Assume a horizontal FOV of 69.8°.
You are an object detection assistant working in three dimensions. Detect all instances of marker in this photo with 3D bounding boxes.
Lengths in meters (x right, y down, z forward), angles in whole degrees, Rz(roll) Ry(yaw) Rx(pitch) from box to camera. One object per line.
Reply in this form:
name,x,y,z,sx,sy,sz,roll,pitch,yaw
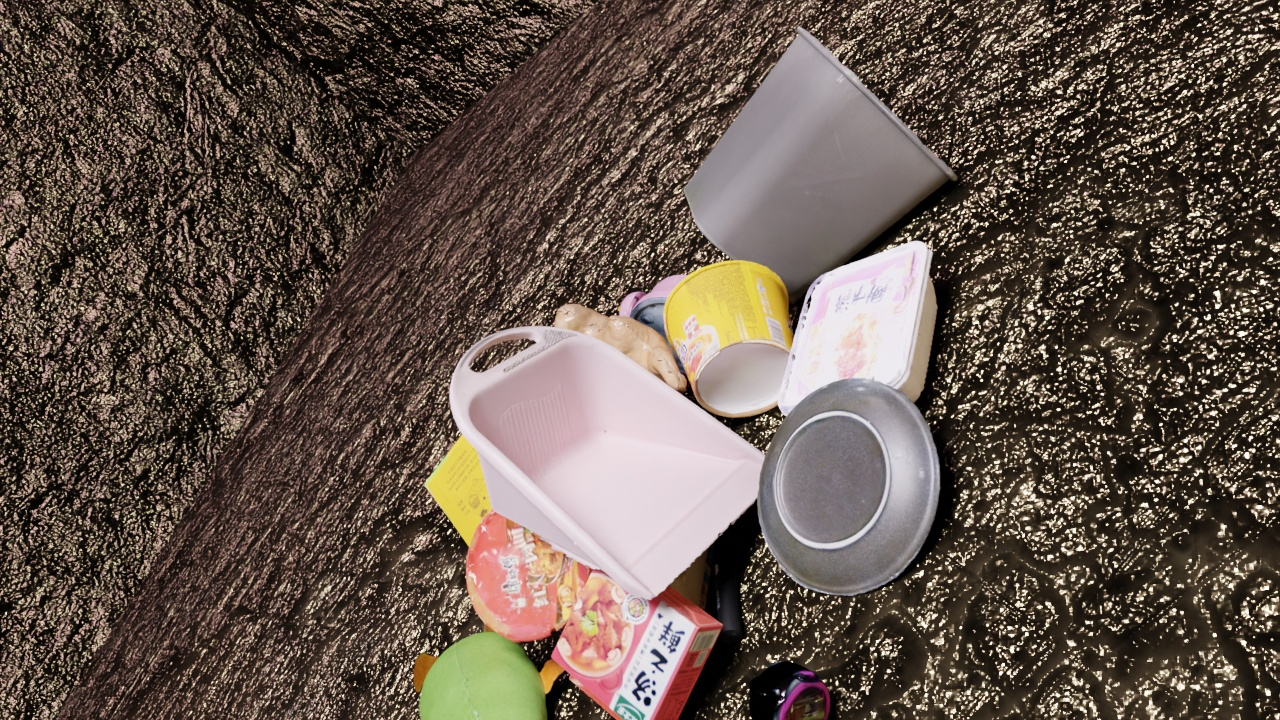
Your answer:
marker,0.078,0.193,0.821,0.022,0.020,0.131,-10,37,9

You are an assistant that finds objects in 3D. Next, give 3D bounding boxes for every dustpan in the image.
dustpan,-0.036,0.065,0.825,0.274,0.139,0.221,11,29,32

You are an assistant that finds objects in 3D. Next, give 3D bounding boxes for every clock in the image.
clock,0.037,-0.038,1.072,0.159,0.117,0.059,-18,30,42

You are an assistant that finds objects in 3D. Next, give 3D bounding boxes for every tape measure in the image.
tape measure,0.108,0.248,0.660,0.057,0.057,0.039,-14,14,-32

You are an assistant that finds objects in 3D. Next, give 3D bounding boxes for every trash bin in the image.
trash bin,0.180,-0.204,1.000,0.220,0.199,0.198,-46,25,21

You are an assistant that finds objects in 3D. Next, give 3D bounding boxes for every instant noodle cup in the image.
instant noodle cup,0.098,-0.016,0.941,0.138,0.138,0.109,-37,39,23
instant noodle cup,-0.087,0.206,0.906,0.138,0.108,0.137,-7,73,24
instant noodle cup,0.209,-0.015,0.846,0.138,0.060,0.173,-19,39,45

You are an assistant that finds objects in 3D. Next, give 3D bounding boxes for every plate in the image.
plate,0.159,0.099,0.747,0.180,0.024,0.179,-24,57,42

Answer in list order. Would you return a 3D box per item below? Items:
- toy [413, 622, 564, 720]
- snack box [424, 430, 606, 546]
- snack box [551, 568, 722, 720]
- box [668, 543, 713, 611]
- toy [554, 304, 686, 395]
toy,-0.154,0.339,0.901,0.227,0.090,0.246,-35,30,-4
snack box,-0.128,0.123,1.035,0.157,0.070,0.210,47,111,23
snack box,-0.010,0.246,0.766,0.113,0.044,0.127,28,97,34
box,0.020,0.186,0.874,0.090,0.059,0.183,-24,35,38
toy,-0.006,0.006,1.006,0.226,0.143,0.082,17,66,49
